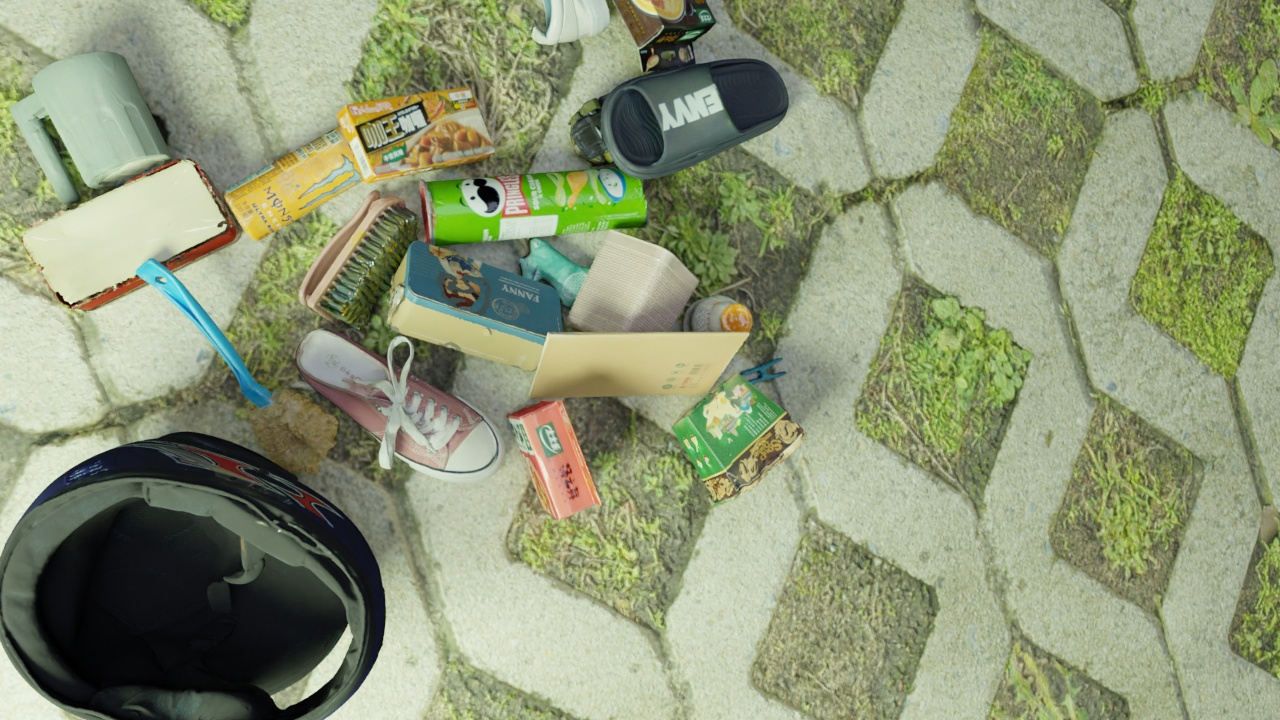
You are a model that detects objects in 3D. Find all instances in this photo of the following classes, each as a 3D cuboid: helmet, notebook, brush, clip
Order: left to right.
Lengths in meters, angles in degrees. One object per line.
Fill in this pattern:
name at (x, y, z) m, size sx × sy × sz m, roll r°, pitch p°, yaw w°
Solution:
helmet at (-0.369, 0.198, 0.803) m, size 0.315 × 0.240 × 0.247 m, roll 17°, pitch 83°, yaw -3°
brush at (-0.384, 0.008, 0.881) m, size 0.083 × 0.045 × 0.255 m, roll -27°, pitch 110°, yaw 25°
brush at (-0.285, -0.107, 0.937) m, size 0.073 × 0.063 × 0.145 m, roll 26°, pitch 79°, yaw 17°
notebook at (-0.006, 0.006, 0.968) m, size 0.207 × 0.148 × 0.008 m, roll -1°, pitch 64°, yaw -15°
clip at (0.145, 0.013, 1.074) m, size 0.056 × 0.014 × 0.043 m, roll -16°, pitch 93°, yaw -17°

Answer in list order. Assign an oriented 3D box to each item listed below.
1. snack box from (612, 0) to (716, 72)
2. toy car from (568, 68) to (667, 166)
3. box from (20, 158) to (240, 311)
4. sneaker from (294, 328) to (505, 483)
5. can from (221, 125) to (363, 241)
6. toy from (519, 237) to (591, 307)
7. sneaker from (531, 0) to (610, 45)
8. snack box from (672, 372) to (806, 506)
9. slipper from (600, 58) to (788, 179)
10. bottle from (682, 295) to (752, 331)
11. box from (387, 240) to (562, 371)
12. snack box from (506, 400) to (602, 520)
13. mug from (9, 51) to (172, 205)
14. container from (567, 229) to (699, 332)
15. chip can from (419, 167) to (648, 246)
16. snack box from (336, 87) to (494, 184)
snack box at (0.021, -0.391, 1.010) m, size 0.113 × 0.053 × 0.125 m, roll -31°, pitch 92°, yaw -48°
toy car at (-0.007, -0.271, 1.025) m, size 0.158 × 0.042 × 0.070 m, roll -30°, pitch 96°, yaw -21°
box at (-0.481, -0.121, 0.870) m, size 0.168 × 0.080 × 0.091 m, roll -31°, pitch 97°, yaw -15°
sneaker at (-0.242, 0.048, 0.927) m, size 0.241 × 0.088 × 0.118 m, roll 36°, pitch 79°, yaw -11°
can at (-0.340, -0.180, 0.922) m, size 0.146 × 0.058 × 0.058 m, roll -34°, pitch 97°, yaw -14°
toy at (-0.095, -0.092, 1.004) m, size 0.092 × 0.030 × 0.096 m, roll 37°, pitch 87°, yaw -7°
sneaker at (-0.119, -0.458, 0.983) m, size 0.090 × 0.089 × 0.242 m, roll -23°, pitch 101°, yaw -11°
snack box at (0.102, 0.082, 1.018) m, size 0.118 × 0.118 × 0.105 m, roll -39°, pitch 86°, yaw -16°
slipper at (0.074, -0.282, 0.997) m, size 0.267 × 0.083 × 0.110 m, roll -26°, pitch 91°, yaw -32°
bottle at (0.087, -0.041, 1.010) m, size 0.063 × 0.108 × 0.063 m, roll 0°, pitch 89°, yaw -15°
box at (-0.161, -0.051, 0.936) m, size 0.184 × 0.059 × 0.089 m, roll 15°, pitch 44°, yaw -27°
snack box at (-0.092, 0.101, 0.946) m, size 0.044 × 0.127 × 0.113 m, roll -22°, pitch 93°, yaw -15°
mug at (-0.523, -0.217, 0.870) m, size 0.124 × 0.083 × 0.103 m, roll -24°, pitch 96°, yaw 12°
container at (-0.011, -0.065, 0.983) m, size 0.111 × 0.090 × 0.090 m, roll -62°, pitch 147°, yaw -6°
chip can at (-0.112, -0.165, 0.979) m, size 0.235 × 0.072 × 0.072 m, roll -7°, pitch 90°, yaw -16°
snack box at (-0.226, -0.232, 0.939) m, size 0.153 × 0.026 × 0.075 m, roll -25°, pitch 95°, yaw -42°
